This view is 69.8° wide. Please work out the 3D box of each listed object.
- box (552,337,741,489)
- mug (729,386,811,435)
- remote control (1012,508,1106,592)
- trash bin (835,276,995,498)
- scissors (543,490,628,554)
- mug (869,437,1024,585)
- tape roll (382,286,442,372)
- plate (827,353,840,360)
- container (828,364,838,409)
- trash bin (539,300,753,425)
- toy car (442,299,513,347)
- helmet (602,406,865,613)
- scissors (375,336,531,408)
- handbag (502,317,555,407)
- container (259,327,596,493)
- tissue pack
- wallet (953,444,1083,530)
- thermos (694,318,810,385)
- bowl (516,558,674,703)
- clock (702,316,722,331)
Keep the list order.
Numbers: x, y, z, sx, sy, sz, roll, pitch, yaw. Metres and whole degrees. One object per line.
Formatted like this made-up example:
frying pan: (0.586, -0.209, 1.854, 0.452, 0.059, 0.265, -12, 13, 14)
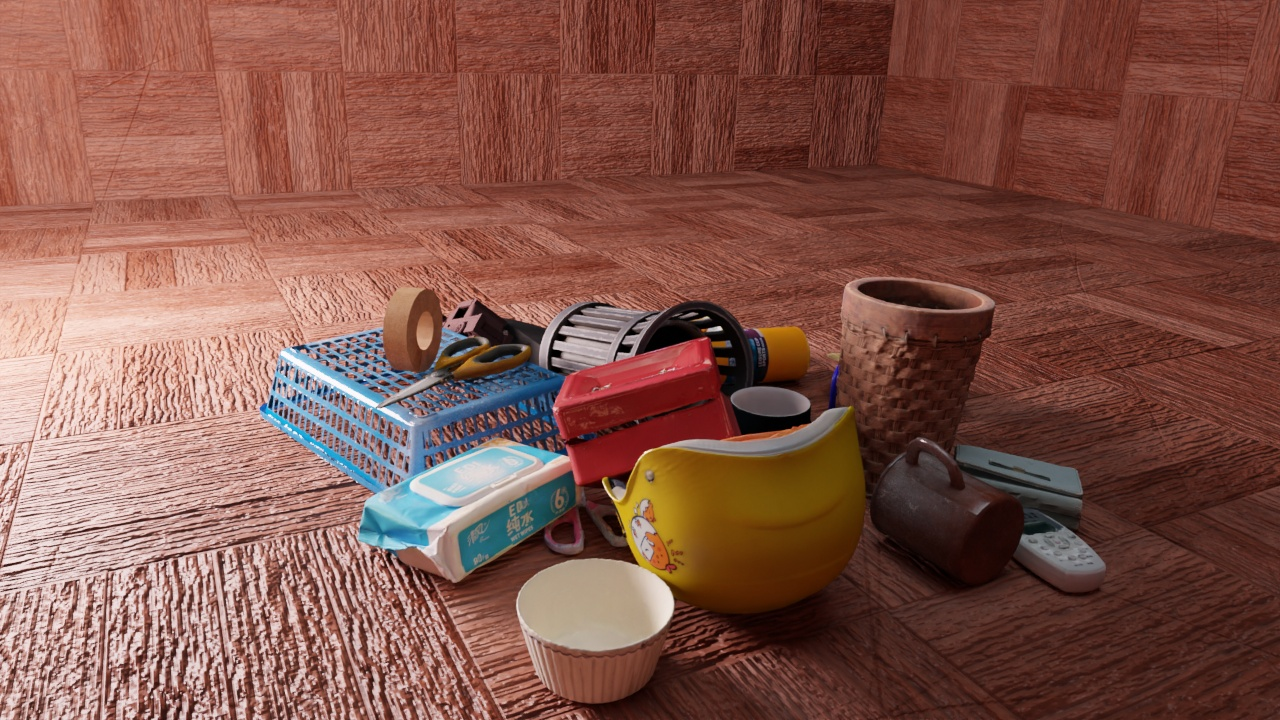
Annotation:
box: (0.011, 0.064, 0.869, 0.157, 0.126, 0.137, -15, 9, 8)
mug: (0.153, 0.088, 0.974, 0.122, 0.094, 0.085, 4, 20, 7)
remote control: (0.376, 0.174, 0.847, 0.060, 0.028, 0.114, -2, 19, -12)
trash bin: (0.282, 0.029, 0.978, 0.151, 0.210, 0.151, 2, 19, -1)
scissors: (-0.048, 0.145, 0.923, 0.101, 0.016, 0.178, -5, 17, -5)
mug: (0.276, 0.128, 0.831, 0.096, 0.123, 0.110, -32, 34, -25)
tape roll: (-0.252, -0.034, 1.020, 0.027, 0.094, 0.093, 6, 20, 11)
plate: (0.334, 0.026, 1.199, 0.184, 0.036, 0.184, 11, -3, 0)
container: (0.289, 0.052, 1.100, 0.114, 0.085, 0.084, 10, 22, 19)
trash bin: (-0.006, 0.006, 1.070, 0.164, 0.164, 0.228, -12, 13, -33)
toy car: (-0.237, -0.040, 1.262, 0.070, 0.061, 0.170, 38, -23, -29)
helmet: (0.083, 0.137, 0.763, 0.209, 0.139, 0.240, -10, -12, -18)
scissors: (-0.201, 0.015, 0.999, 0.114, 0.016, 0.228, 8, 21, 19)
handbag: (-0.077, 0.004, 1.273, 0.195, 0.072, 0.176, 2, 16, -33)
container: (-0.258, 0.042, 1.083, 0.363, 0.089, 0.256, 20, 27, 41)
tissue pack: (-0.148, 0.132, 0.863, 0.117, 0.066, 0.208, 12, 23, 36)
wallet: (0.386, 0.129, 0.949, 0.132, 0.054, 0.100, 13, 23, 15)
thermos: (0.110, -0.011, 1.245, 0.232, 0.091, 0.076, -4, -12, -20)
bowl: (-0.033, 0.204, 0.680, 0.115, 0.062, 0.115, 2, 20, -1)
clock: (0.084, -0.020, 1.332, 0.083, 0.057, 0.118, 10, 29, 22)
